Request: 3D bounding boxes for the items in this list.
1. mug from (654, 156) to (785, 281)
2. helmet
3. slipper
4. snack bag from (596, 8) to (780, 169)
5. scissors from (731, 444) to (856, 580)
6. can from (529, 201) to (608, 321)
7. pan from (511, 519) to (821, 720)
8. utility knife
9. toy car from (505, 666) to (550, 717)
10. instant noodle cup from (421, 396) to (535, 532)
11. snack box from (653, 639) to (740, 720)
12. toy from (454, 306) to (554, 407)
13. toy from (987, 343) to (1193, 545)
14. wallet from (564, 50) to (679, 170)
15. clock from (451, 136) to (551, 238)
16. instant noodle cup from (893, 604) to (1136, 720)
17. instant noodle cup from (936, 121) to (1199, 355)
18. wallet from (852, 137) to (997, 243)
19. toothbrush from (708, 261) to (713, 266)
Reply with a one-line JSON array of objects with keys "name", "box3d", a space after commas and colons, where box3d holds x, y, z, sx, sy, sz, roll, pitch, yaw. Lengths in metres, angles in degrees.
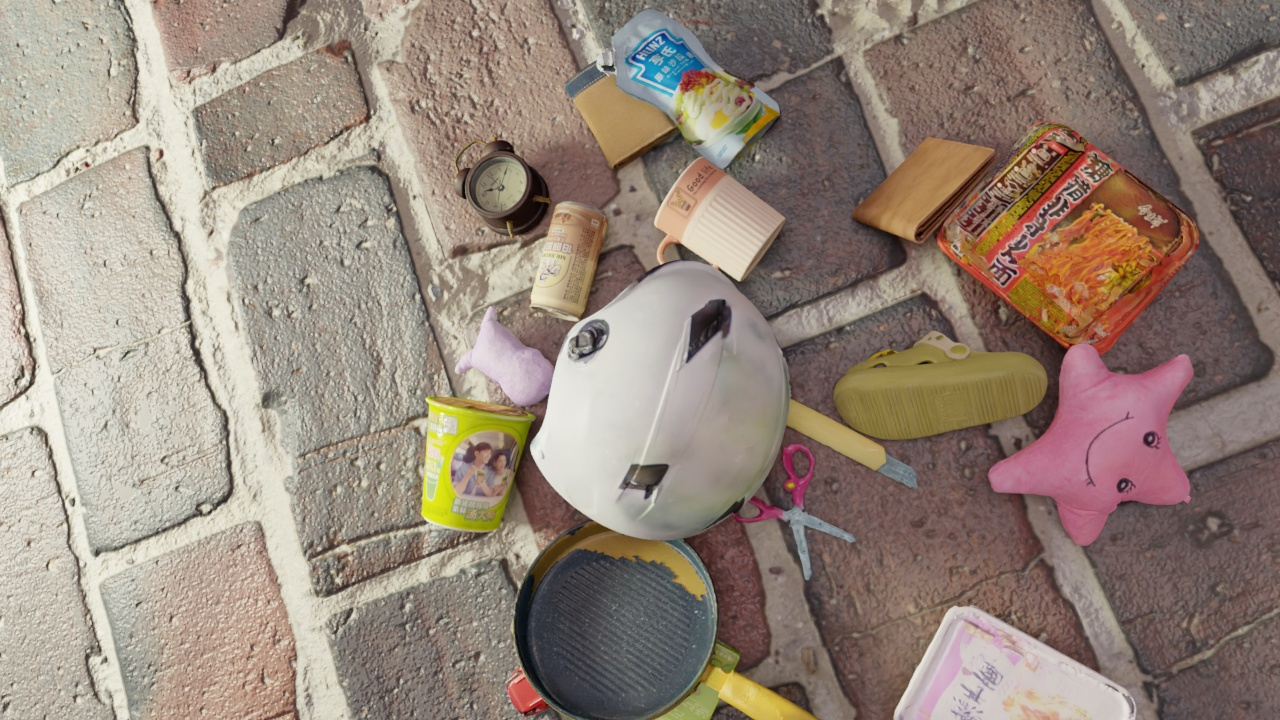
[{"name": "mug", "box3d": [0.072, -0.128, 0.924, 0.106, 0.081, 0.114, 36, 91, 7]}, {"name": "helmet", "box3d": [0.041, 0.051, 0.818, 0.259, 0.229, 0.146, -58, 39, 4]}, {"name": "slipper", "box3d": [0.282, 0.019, 0.874, 0.191, 0.092, 0.081, -8, 41, 19]}, {"name": "snack bag", "box3d": [0.048, -0.289, 0.963, 0.191, 0.039, 0.110, 42, 77, 8]}, {"name": "scissors", "box3d": [0.145, 0.151, 0.907, 0.131, 0.017, 0.133, -10, 83, 7]}, {"name": "can", "box3d": [-0.075, -0.104, 0.964, 0.058, 0.058, 0.116, 13, 84, 13]}, {"name": "pan", "box3d": [0.042, 0.272, 0.834, 0.358, 0.078, 0.197, 26, 69, 22]}, {"name": "utility knife", "box3d": [0.188, 0.075, 0.906, 0.188, 0.020, 0.031, 29, 106, 19]}, {"name": "toy car", "box3d": [-0.079, 0.307, 0.911, 0.120, 0.045, 0.053, -36, 78, 2]}, {"name": "instant noodle cup", "box3d": [-0.173, 0.106, 0.933, 0.112, 0.111, 0.123, 11, 91, 12]}, {"name": "snack box", "box3d": [0.027, 0.336, 0.895, 0.086, 0.026, 0.156, 25, 87, 14]}, {"name": "toy", "box3d": [-0.139, 0.006, 0.971, 0.108, 0.039, 0.084, 35, 104, 9]}, {"name": "toy", "box3d": [0.429, 0.075, 0.827, 0.178, 0.074, 0.195, 29, 100, -8]}, {"name": "wallet", "box3d": [-0.019, -0.276, 0.995, 0.090, 0.033, 0.115, -31, 78, 8]}, {"name": "clock", "box3d": [-0.153, -0.190, 0.995, 0.082, 0.055, 0.122, -43, 75, 2]}, {"name": "instant noodle cup", "box3d": [0.329, 0.314, 0.822, 0.173, 0.060, 0.138, 28, 88, 15]}, {"name": "instant noodle cup", "box3d": [0.397, -0.110, 0.863, 0.189, 0.079, 0.164, 44, 92, 15]}, {"name": "wallet", "box3d": [0.276, -0.169, 0.895, 0.115, 0.101, 0.020, -46, 121, 0]}, {"name": "toothbrush", "box3d": [0.094, -0.056, 0.949, 0.018, 0.014, 0.189, -33, 75, 25]}]
